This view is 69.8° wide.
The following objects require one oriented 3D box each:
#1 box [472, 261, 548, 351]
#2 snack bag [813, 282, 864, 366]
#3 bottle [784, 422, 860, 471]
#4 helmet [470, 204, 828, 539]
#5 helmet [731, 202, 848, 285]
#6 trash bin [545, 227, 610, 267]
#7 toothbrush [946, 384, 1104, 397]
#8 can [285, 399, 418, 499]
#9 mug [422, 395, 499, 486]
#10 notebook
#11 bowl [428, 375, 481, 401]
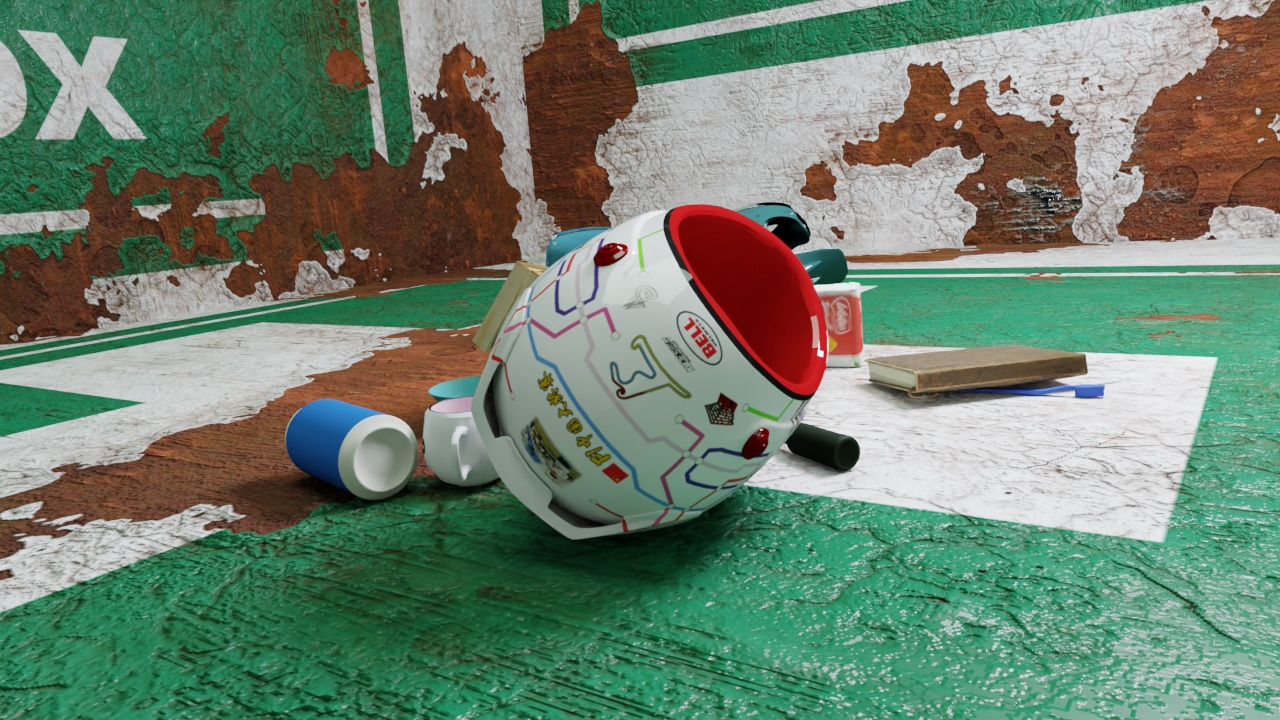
[{"bbox_3d":[-0.099,-0.054,1.223,0.092,0.128,0.248,28,13,25],"label":"box"},{"bbox_3d":[0.264,-0.047,1.257,0.077,0.116,0.036,0,18,21],"label":"snack bag"},{"bbox_3d":[0.157,0.076,0.872,0.033,0.033,0.123,-10,12,-26],"label":"bottle"},{"bbox_3d":[0.006,0.011,0.746,0.237,0.231,0.313,-38,0,27],"label":"helmet"},{"bbox_3d":[0.233,-0.177,1.731,0.274,0.200,0.177,-18,-32,-3],"label":"helmet"},{"bbox_3d":[-0.022,-0.123,1.603,0.219,0.199,0.196,13,20,38],"label":"trash bin"},{"bbox_3d":[0.425,0.035,1.047,0.187,0.011,0.016,-2,11,29],"label":"toothbrush"},{"bbox_3d":[-0.281,0.083,0.886,0.078,0.079,0.146,-14,14,-41],"label":"can"},{"bbox_3d":[-0.161,0.081,0.855,0.090,0.076,0.123,-4,11,0],"label":"mug"},{"bbox_3d":[0.394,0.011,1.074,0.215,0.034,0.190,-5,6,-7],"label":"notebook"},{"bbox_3d":[-0.190,0.052,1.100,0.121,0.046,0.121,-4,11,1],"label":"bowl"}]
